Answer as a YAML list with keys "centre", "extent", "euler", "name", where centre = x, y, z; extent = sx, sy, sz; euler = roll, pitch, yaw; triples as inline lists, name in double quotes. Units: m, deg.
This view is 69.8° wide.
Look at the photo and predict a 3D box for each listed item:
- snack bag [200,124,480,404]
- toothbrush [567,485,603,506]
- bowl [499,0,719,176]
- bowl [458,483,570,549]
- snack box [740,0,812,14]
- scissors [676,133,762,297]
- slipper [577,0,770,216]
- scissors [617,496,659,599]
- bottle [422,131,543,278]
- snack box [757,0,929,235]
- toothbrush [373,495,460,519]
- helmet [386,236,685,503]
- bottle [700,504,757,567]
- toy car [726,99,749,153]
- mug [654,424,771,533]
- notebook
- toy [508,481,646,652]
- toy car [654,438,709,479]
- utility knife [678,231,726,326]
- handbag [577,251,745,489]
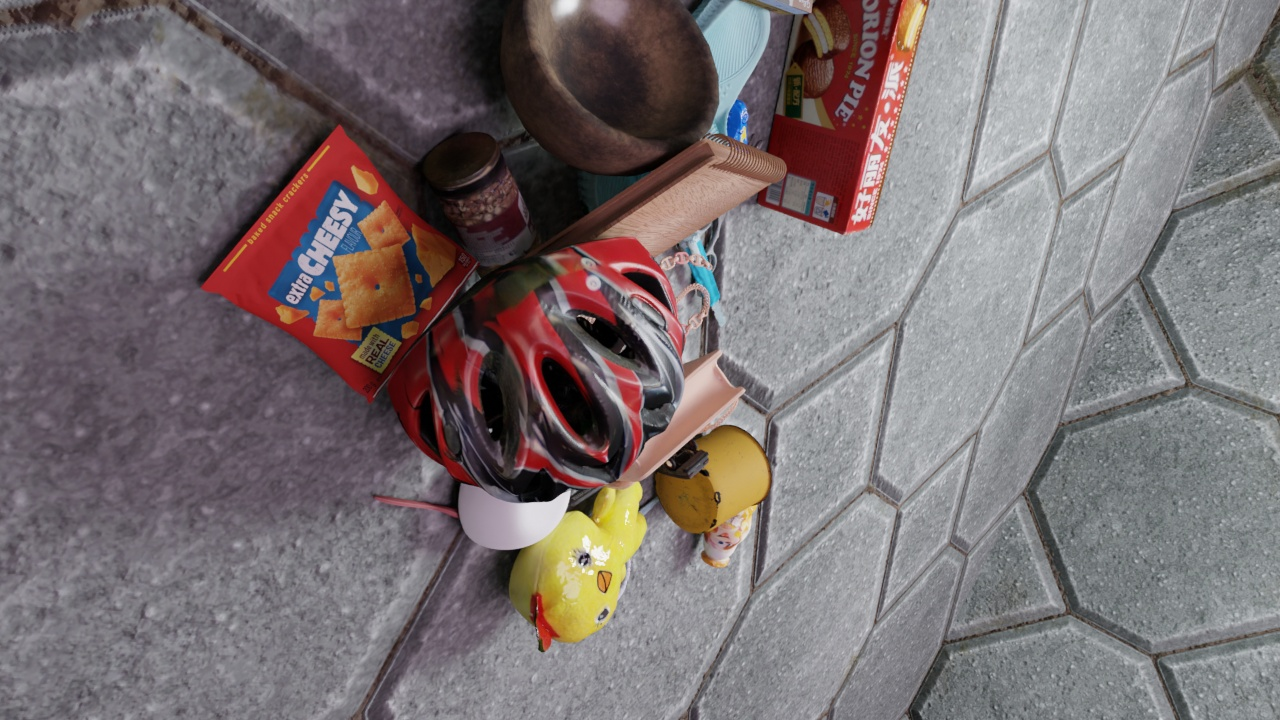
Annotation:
- centre: [-0.193, -0.059, 0.615]
  extent: [0.130, 0.039, 0.144]
  euler: [-54, 134, -11]
  name: "snack bag"
- centre: [-0.016, 0.115, 0.978]
  extent: [0.166, 0.013, 0.013]
  euler: [-29, 125, -38]
  name: "toothbrush"
- centre: [-0.028, -0.203, 0.653]
  extent: [0.162, 0.070, 0.162]
  euler: [14, 64, -30]
  name: "bowl"
- centre: [-0.103, 0.119, 0.821]
  extent: [0.114, 0.051, 0.115]
  euler: [-22, 118, -48]
  name: "bowl"
- centre: [0.114, -0.395, 0.762]
  extent: [0.100, 0.032, 0.186]
  euler: [-9, 108, -49]
  name: "snack box"
- centre: [0.086, -0.147, 0.937]
  extent: [0.159, 0.014, 0.120]
  euler: [-47, 141, -16]
  name: "scissors"
- centre: [0.044, -0.219, 0.790]
  extent: [0.275, 0.069, 0.116]
  euler: [-54, 141, -14]
  name: "slipper"
- centre: [-0.032, 0.212, 1.024]
  extent: [0.170, 0.013, 0.175]
  euler: [-37, 136, -36]
  name: "scissors"
- centre: [-0.112, -0.108, 0.672]
  extent: [0.056, 0.056, 0.105]
  euler: [-47, 142, -21]
  name: "bottle"
- centre: [0.199, -0.257, 0.920]
  extent: [0.060, 0.113, 0.237]
  euler: [-18, 125, -44]
  name: "snack box"
- centre: [-0.163, 0.132, 0.803]
  extent: [0.184, 0.015, 0.015]
  euler: [27, 87, -54]
  name: "toothbrush"
- centre: [-0.064, 0.012, 0.665]
  extent: [0.217, 0.167, 0.272]
  euler: [-31, 166, -5]
  name: "helmet"
- centre: [0.106, 0.206, 1.151]
  extent: [0.063, 0.063, 0.109]
  euler: [-11, 121, -48]
  name: "bottle"
- centre: [0.074, -0.194, 0.869]
  extent: [0.061, 0.033, 0.092]
  euler: [-45, 142, -34]
  name: "toy car"
- centre: [0.078, 0.145, 1.044]
  extent: [0.093, 0.100, 0.124]
  euler: [-22, 130, -41]
  name: "mug"
- centre: [0.021, -0.118, 0.724]
  extent: [0.169, 0.022, 0.210]
  euler: [-30, 176, 21]
  name: "notebook"
- centre: [-0.056, 0.198, 0.915]
  extent: [0.207, 0.092, 0.134]
  euler: [-34, 125, -41]
  name: "toy"
- centre: [0.028, 0.100, 0.954]
  extent: [0.040, 0.092, 0.037]
  euler: [-36, 123, -34]
  name: "toy car"
- centre: [0.066, -0.078, 0.940]
  extent: [0.022, 0.015, 0.149]
  euler: [-24, 140, 1]
  name: "utility knife"
- centre: [-0.005, 0.005, 0.899]
  extent: [0.198, 0.117, 0.187]
  euler: [-37, 101, -25]
  name: "handbag"
